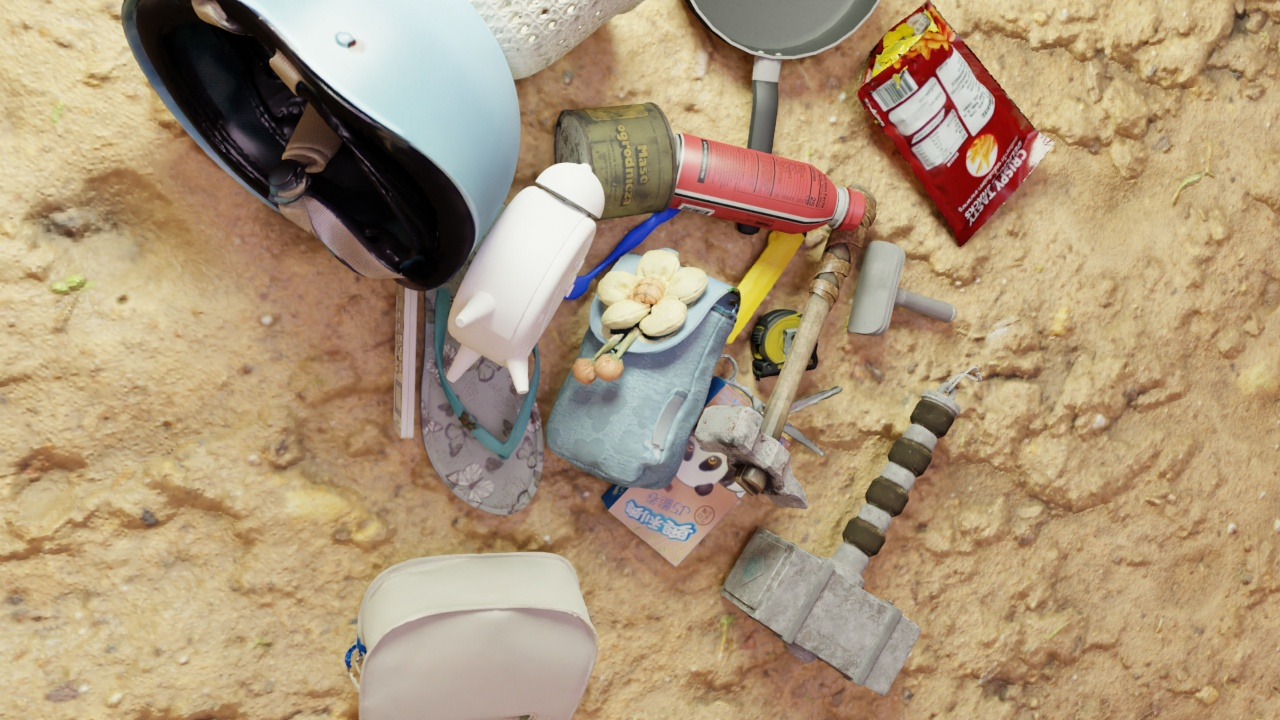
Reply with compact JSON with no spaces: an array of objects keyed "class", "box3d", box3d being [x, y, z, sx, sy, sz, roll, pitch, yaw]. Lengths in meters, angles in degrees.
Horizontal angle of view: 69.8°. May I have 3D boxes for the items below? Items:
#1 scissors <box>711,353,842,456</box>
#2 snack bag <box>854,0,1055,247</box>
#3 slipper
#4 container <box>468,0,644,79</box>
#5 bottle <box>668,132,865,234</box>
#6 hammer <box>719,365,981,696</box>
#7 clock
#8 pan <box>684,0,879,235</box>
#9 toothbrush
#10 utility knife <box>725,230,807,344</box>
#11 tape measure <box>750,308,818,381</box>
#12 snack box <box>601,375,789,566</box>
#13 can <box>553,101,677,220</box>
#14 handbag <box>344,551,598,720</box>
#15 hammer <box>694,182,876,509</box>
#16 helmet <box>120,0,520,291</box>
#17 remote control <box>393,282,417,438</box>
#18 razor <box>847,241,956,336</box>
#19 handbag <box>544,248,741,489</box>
[{"class":"scissors","box3d":[0.106,0.041,0.831,0.141,0.014,0.175,-40,111,3]},{"class":"snack bag","box3d":[0.300,-0.225,0.875,0.208,0.067,0.139,40,86,-22]},{"class":"slipper","box3d":[-0.131,-0.002,0.731,0.098,0.055,0.269,-8,97,-18]},{"class":"container","box3d":[-0.106,-0.320,0.645,0.143,0.184,0.246,-43,109,-2]},{"class":"bottle","box3d":[0.106,-0.145,0.783,0.176,0.062,0.062,10,91,-14]},{"class":"hammer","box3d":[0.229,0.137,0.872,0.177,0.079,0.326,35,82,-21]},{"class":"clock","box3d":[-0.077,-0.057,0.664,0.073,0.126,0.160,30,64,-2]},{"class":"pan","box3d":[0.112,-0.290,0.796,0.204,0.044,0.356,2,107,-15]},{"class":"toothbrush","box3d":[0.000,-0.111,0.793,0.182,0.018,0.016,-42,109,-16]},{"class":"utility knife","box3d":[0.105,-0.073,0.826,0.030,0.017,0.151,39,67,-7]},{"class":"tape measure","box3d":[0.132,-0.016,0.841,0.061,0.034,0.061,-12,102,-17]},{"class":"snack box","box3d":[0.049,0.097,0.807,0.087,0.034,0.151,43,90,-19]},{"class":"can","box3d":[-0.021,-0.159,0.737,0.074,0.090,0.090,-11,99,-20]},{"class":"handbag","box3d":[-0.136,0.251,0.746,0.200,0.093,0.200,4,114,-22]},{"class":"hammer","box3d":[0.148,-0.026,0.800,0.121,0.049,0.318,44,60,-34]},{"class":"helmet","box3d":[-0.194,-0.174,0.604,0.266,0.226,0.166,22,60,14]},{"class":"remote control","box3d":[-0.183,-0.010,0.709,0.011,0.050,0.136,1,95,-22]},{"class":"razor","box3d":[0.261,-0.058,0.889,0.116,0.047,0.088,13,90,-30]},{"class":"handbag","box3d":[-0.004,0.004,0.740,0.192,0.122,0.118,-65,157,-2]}]
